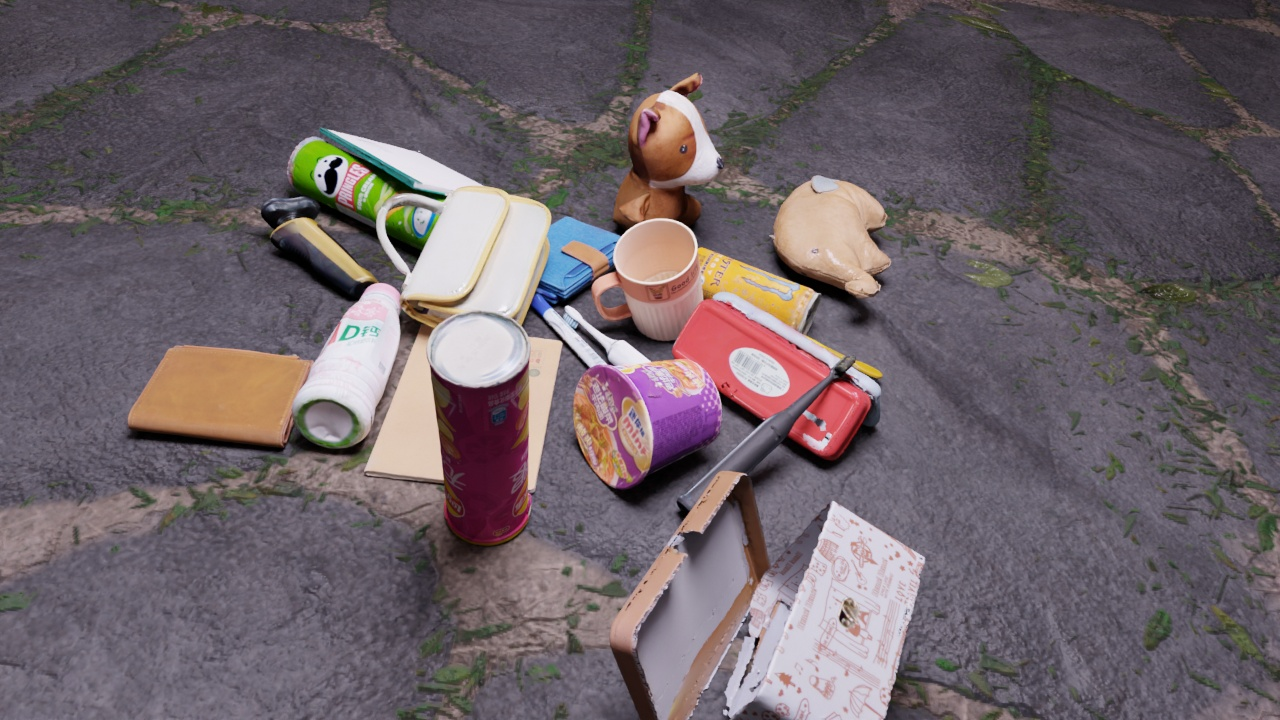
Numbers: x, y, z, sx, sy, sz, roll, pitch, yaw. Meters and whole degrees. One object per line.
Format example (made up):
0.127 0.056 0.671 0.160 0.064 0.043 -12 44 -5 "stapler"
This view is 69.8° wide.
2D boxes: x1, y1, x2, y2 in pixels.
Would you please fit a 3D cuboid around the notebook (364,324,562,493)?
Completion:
-0.159 0.039 0.866 0.148 0.008 0.207 7 40 -2 "notebook"

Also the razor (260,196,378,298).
-0.342 -0.122 0.990 0.167 0.062 0.067 37 78 23 "razor"

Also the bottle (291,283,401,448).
-0.263 -0.004 0.857 0.068 0.068 0.196 6 36 -3 "bottle"

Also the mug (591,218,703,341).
0.008 -0.075 0.944 0.114 0.106 0.081 -22 57 -4 "mug"

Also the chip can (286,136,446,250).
-0.295 -0.183 1.056 0.236 0.072 0.072 26 43 19 "chip can"

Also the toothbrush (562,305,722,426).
-0.005 0.005 0.917 0.221 0.026 0.026 38 23 31 "toothbrush"

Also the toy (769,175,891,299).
0.224 -0.136 1.082 0.143 0.083 0.225 3 42 7 "toy"

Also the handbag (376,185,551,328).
-0.190 -0.113 0.935 0.179 0.063 0.163 17 57 -2 "handbag"

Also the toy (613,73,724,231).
0.032 -0.222 1.058 0.130 0.200 0.139 18 42 16 "toy"

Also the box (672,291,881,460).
0.142 0.012 0.913 0.201 0.095 0.099 35 10 26 "box"

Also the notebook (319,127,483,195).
-0.264 -0.228 1.086 0.209 0.012 0.150 32 18 36 "notebook"

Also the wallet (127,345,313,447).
-0.371 0.023 0.827 0.130 0.035 0.118 7 40 -4 "wallet"

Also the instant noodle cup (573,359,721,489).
0.010 0.047 0.815 0.099 0.112 0.111 -16 45 -37 "instant noodle cup"

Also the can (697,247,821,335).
0.119 -0.074 1.007 0.146 0.058 0.058 23 42 17 "can"

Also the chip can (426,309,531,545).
-0.118 0.058 0.688 0.071 0.211 0.071 3 50 -4 "chip can"

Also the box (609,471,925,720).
0.072 0.179 0.634 0.168 0.151 0.181 34 44 3 "box"

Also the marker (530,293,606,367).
-0.071 -0.023 0.947 0.016 0.017 0.146 -21 48 -30 "marker"

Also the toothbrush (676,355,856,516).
0.117 0.063 0.811 0.212 0.027 0.026 -40 84 -15 "toothbrush"

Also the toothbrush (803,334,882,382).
0.163 -0.020 0.965 0.191 0.018 0.016 25 35 7 "toothbrush"

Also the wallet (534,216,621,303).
-0.087 -0.117 1.041 0.106 0.040 0.132 25 43 25 "wallet"
